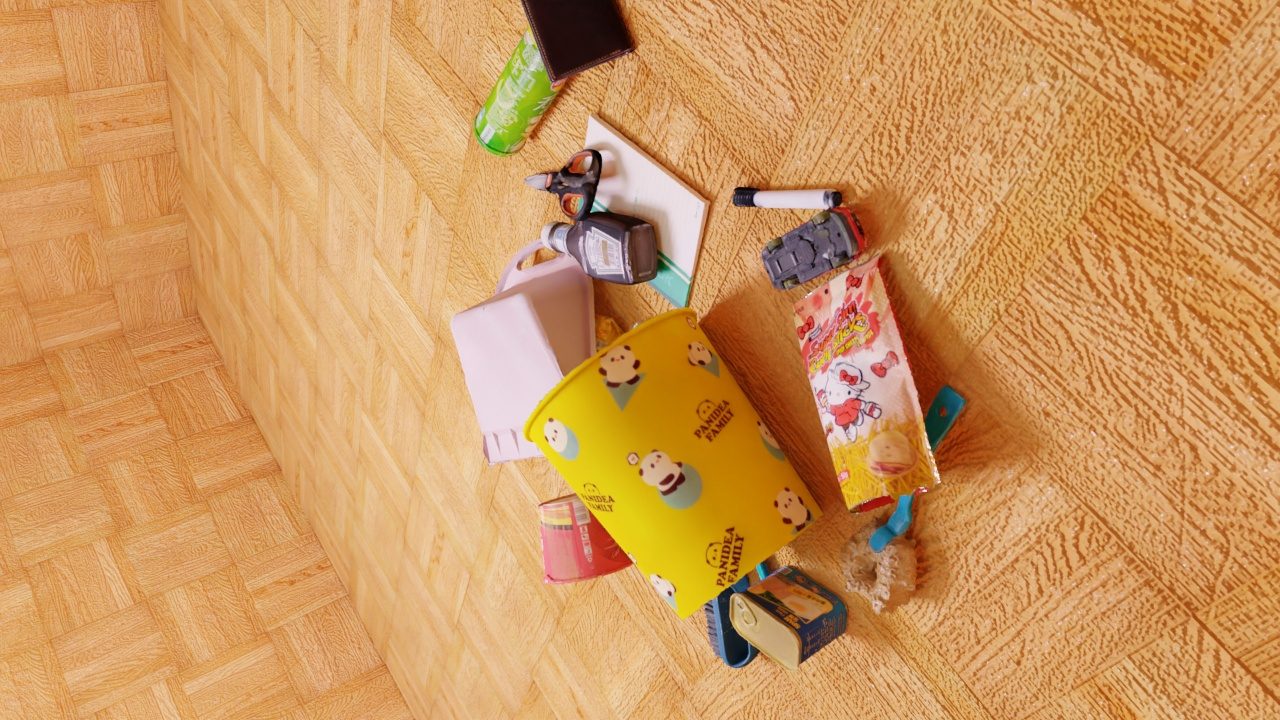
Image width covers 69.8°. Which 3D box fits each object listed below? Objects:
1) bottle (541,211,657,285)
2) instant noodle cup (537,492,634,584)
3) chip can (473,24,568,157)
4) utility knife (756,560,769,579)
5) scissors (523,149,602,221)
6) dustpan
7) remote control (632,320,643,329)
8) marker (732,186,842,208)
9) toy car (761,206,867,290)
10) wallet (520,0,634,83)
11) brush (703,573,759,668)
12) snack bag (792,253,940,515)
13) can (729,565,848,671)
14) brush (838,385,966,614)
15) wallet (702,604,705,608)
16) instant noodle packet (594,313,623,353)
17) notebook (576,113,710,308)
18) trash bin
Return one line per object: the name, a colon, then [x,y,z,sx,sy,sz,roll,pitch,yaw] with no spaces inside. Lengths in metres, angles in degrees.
bottle: [-0.054,-0.138,1.091,0.195,0.043,0.080,20,121,50]
instant noodle cup: [-0.079,0.242,1.289,0.138,0.137,0.108,-15,87,57]
chip can: [-0.136,-0.325,1.095,0.222,0.072,0.072,-35,79,55]
utility knife: [0.148,0.258,1.070,0.029,0.013,0.171,-81,-30,-87]
scissors: [-0.109,-0.205,1.129,0.235,0.021,0.124,-14,69,59]
dustpan: [-0.128,-0.015,1.203,0.223,0.138,0.273,-9,104,42]
remote control: [-0.007,0.007,1.142,0.049,0.024,0.125,53,143,22]
marker: [0.134,-0.152,0.857,0.131,0.018,0.022,12,134,52]
toy car: [0.158,-0.102,0.828,0.121,0.045,0.053,-22,91,62]
wallet: [-0.072,-0.368,0.974,0.020,0.096,0.122,-17,-93,-83]
brush: [0.116,0.310,1.109,0.074,0.055,0.144,17,121,52]
snack bag: [0.196,0.024,0.812,0.129,0.073,0.207,-40,58,56]
can: [0.162,0.277,0.999,0.102,0.083,0.057,27,129,46]
brush: [0.243,0.132,0.844,0.083,0.045,0.255,48,138,43]
wallet: [0.062,0.254,1.189,0.115,0.020,0.101,32,131,46]
instant noodle packet: [-0.077,-0.016,1.190,0.128,0.044,0.111,26,103,44]
notebook: [-0.003,-0.169,1.051,0.209,0.012,0.151,43,140,33]
trash bin: [0.041,0.113,0.970,0.255,0.229,0.230,53,144,12]
